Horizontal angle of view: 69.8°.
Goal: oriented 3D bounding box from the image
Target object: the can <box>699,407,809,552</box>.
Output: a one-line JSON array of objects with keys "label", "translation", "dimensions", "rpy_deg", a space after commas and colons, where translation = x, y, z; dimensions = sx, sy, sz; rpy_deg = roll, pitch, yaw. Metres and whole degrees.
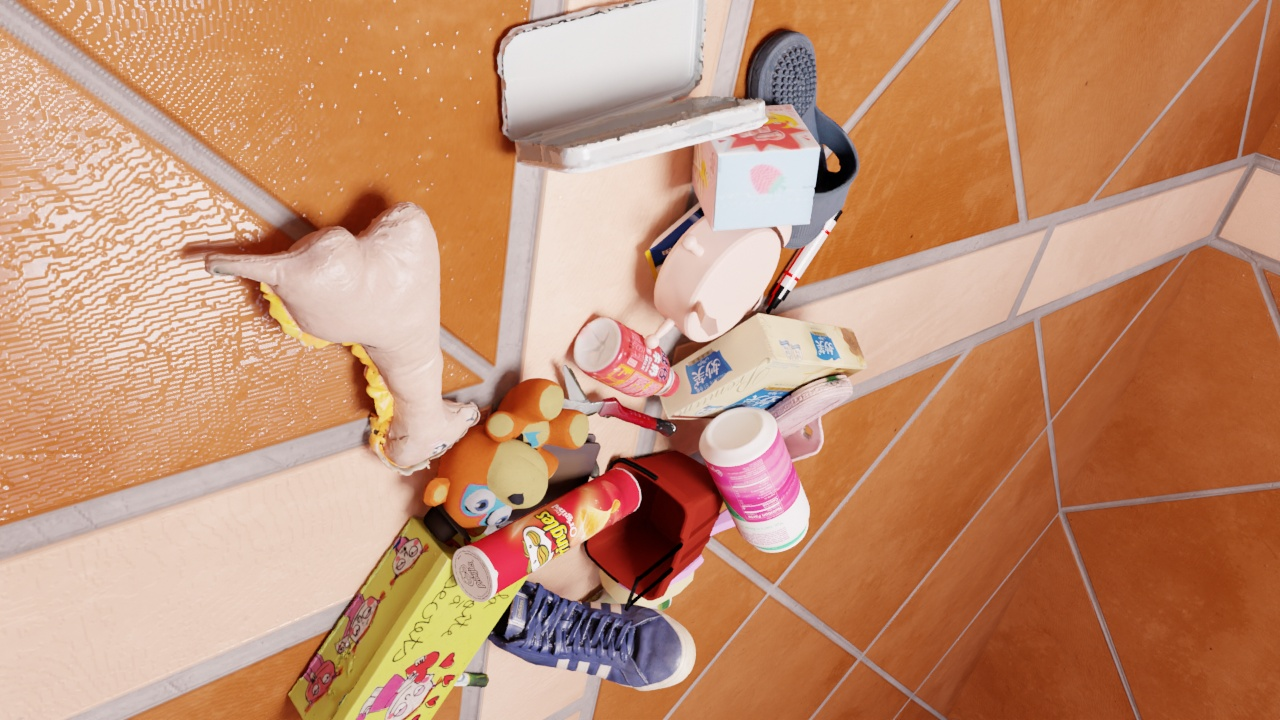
[{"label": "can", "translation": [0.131, 0.135, 1.031], "dimensions": [0.088, 0.088, 0.166], "rpy_deg": [-39, 126, -18]}]

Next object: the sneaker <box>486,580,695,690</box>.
[{"label": "sneaker", "translation": [-0.068, 0.284, 0.982], "dimensions": [0.118, 0.233, 0.091], "rpy_deg": [49, 49, -46]}]

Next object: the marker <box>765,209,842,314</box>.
[{"label": "marker", "translation": [0.187, -0.116, 1.067], "dimensions": [0.019, 0.019, 0.146], "rpy_deg": [24, 101, -53]}]

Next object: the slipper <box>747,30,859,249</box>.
[{"label": "slipper", "translation": [0.169, -0.201, 0.924], "dimensions": [0.101, 0.082, 0.264], "rpy_deg": [-39, 142, -14]}]

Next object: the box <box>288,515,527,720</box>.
[{"label": "box", "translation": [-0.223, 0.267, 0.891], "dimensions": [0.221, 0.083, 0.124], "rpy_deg": [-53, 144, 3]}]

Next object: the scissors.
[{"label": "scissors", "translation": [-0.044, 0.068, 0.953], "dimensions": [0.196, 0.015, 0.180], "rpy_deg": [1, 136, -26]}]

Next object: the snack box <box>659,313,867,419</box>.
[{"label": "snack box", "translation": [0.139, 0.013, 1.033], "dimensions": [0.154, 0.055, 0.207], "rpy_deg": [-33, 157, 34]}]

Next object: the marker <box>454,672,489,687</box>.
[{"label": "marker", "translation": [-0.220, 0.355, 1.022], "dimensions": [0.017, 0.017, 0.146], "rpy_deg": [-54, 145, 3]}]

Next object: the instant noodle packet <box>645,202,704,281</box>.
[{"label": "instant noodle packet", "translation": [0.061, -0.124, 0.916], "dimensions": [0.134, 0.026, 0.087], "rpy_deg": [-43, 148, -13]}]

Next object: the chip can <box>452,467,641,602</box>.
[{"label": "chip can", "translation": [-0.083, 0.162, 0.887], "dimensions": [0.214, 0.052, 0.052], "rpy_deg": [-22, 135, -49]}]

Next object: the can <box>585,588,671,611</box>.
[{"label": "can", "translation": [-0.025, 0.314, 1.159], "dimensions": [0.120, 0.067, 0.067], "rpy_deg": [-29, 138, -28]}]

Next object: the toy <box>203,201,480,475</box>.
[{"label": "toy", "translation": [-0.212, 0.000, 0.703], "dimensions": [0.195, 0.065, 0.265], "rpy_deg": [-17, 138, -28]}]

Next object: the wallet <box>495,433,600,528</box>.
[{"label": "wallet", "translation": [-0.094, 0.126, 0.948], "dimensions": [0.091, 0.018, 0.116], "rpy_deg": [2, 123, -28]}]

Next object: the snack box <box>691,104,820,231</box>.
[{"label": "snack box", "translation": [0.101, -0.176, 0.830], "dimensions": [0.093, 0.094, 0.080], "rpy_deg": [-5, 130, -7]}]

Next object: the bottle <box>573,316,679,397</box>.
[{"label": "bottle", "translation": [-0.005, 0.005, 0.924], "dimensions": [0.062, 0.062, 0.137], "rpy_deg": [-55, 145, 4]}]

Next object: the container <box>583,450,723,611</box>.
[{"label": "container", "translation": [0.001, 0.192, 1.034], "dimensions": [0.200, 0.127, 0.148], "rpy_deg": [-16, 131, -53]}]

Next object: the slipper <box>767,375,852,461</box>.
[{"label": "slipper", "translation": [0.176, 0.093, 1.107], "dimensions": [0.094, 0.064, 0.240], "rpy_deg": [-9, 158, -32]}]

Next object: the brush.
[{"label": "brush", "translation": [0.050, 0.239, 1.160], "dimensions": [0.228, 0.089, 0.043], "rpy_deg": [-18, 136, -38]}]

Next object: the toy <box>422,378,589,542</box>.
[{"label": "toy", "translation": [-0.130, 0.094, 0.846], "dimensions": [0.176, 0.096, 0.112], "rpy_deg": [-38, 143, 0]}]

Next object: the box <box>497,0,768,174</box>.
[{"label": "box", "translation": [0.001, -0.204, 0.716], "dimensions": [0.210, 0.106, 0.130], "rpy_deg": [-29, 135, -30]}]

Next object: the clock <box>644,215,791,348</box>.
[{"label": "clock", "translation": [0.084, -0.078, 0.891], "dimensions": [0.160, 0.086, 0.131], "rpy_deg": [-32, 151, -46]}]
